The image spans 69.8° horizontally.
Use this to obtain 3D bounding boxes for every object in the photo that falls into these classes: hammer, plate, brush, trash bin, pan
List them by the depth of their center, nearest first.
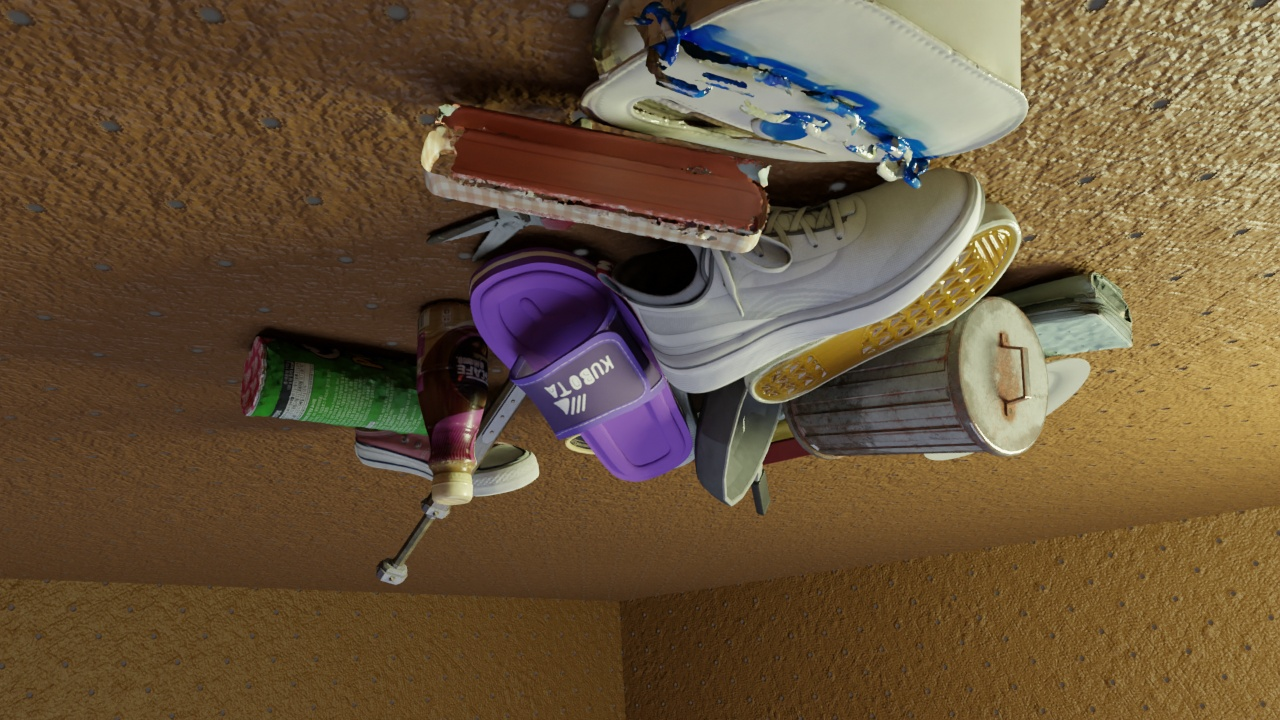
[{"bbox_3d":[0.243,0.023,0.812,0.130,0.130,0.212,11,167,-35],"label":"trash bin"},{"bbox_3d":[-0.180,0.105,0.902,0.147,0.028,0.317,25,112,-29],"label":"hammer"},{"bbox_3d":[0.362,0.048,0.919,0.178,0.012,0.179,-18,150,-10],"label":"plate"},{"bbox_3d":[0.109,0.087,0.930,0.041,0.178,0.358,18,156,20],"label":"pan"},{"bbox_3d":[0.177,0.091,1.129,0.174,0.042,0.082,-18,-173,35],"label":"brush"}]

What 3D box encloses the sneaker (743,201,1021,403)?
[{"bbox_3d":[0.176,-0.055,0.715,0.236,0.079,0.087,-34,141,23],"label":"sneaker"}]

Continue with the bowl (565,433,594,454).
[{"bbox_3d":[-0.028,0.061,1.013,0.112,0.061,0.112,-3,160,-1],"label":"bowl"}]

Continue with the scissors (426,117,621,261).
[{"bbox_3d":[-0.060,-0.107,0.608,0.193,0.015,0.179,-2,162,-2],"label":"scissors"}]

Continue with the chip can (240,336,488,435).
[{"bbox_3d":[-0.255,0.030,0.873,0.223,0.075,0.076,11,156,-36],"label":"chip can"}]

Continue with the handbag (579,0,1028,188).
[{"bbox_3d":[0.069,-0.137,0.452,0.200,0.093,0.200,10,165,-33],"label":"handbag"}]

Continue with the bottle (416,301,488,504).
[{"bbox_3d":[-0.157,0.036,0.766,0.059,0.165,0.060,-3,160,-1],"label":"bottle"}]

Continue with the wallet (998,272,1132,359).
[{"bbox_3d":[0.366,-0.035,0.836,0.132,0.054,0.100,-17,149,40],"label":"wallet"}]

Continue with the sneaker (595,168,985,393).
[{"bbox_3d":[0.096,-0.077,0.630,0.264,0.096,0.128,-25,131,27],"label":"sneaker"}]

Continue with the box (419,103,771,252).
[{"bbox_3d":[-0.023,-0.105,0.495,0.187,0.083,0.043,12,150,-1],"label":"box"}]

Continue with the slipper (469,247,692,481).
[{"bbox_3d":[-0.031,0.029,0.726,0.107,0.084,0.266,-26,133,9],"label":"slipper"}]

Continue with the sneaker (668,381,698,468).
[{"bbox_3d":[-0.005,0.005,0.831,0.089,0.087,0.236,-20,133,5],"label":"sneaker"}]

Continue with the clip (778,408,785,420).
[{"bbox_3d":[0.117,0.040,1.035,0.141,0.029,0.172,2,159,-18],"label":"clip"}]

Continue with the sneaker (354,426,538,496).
[{"bbox_3d":[-0.217,0.083,1.004,0.241,0.088,0.118,8,-160,26],"label":"sneaker"}]

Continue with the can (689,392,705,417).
[{"bbox_3d":[0.073,0.069,1.000,0.067,0.067,0.121,-14,140,26],"label":"can"}]
